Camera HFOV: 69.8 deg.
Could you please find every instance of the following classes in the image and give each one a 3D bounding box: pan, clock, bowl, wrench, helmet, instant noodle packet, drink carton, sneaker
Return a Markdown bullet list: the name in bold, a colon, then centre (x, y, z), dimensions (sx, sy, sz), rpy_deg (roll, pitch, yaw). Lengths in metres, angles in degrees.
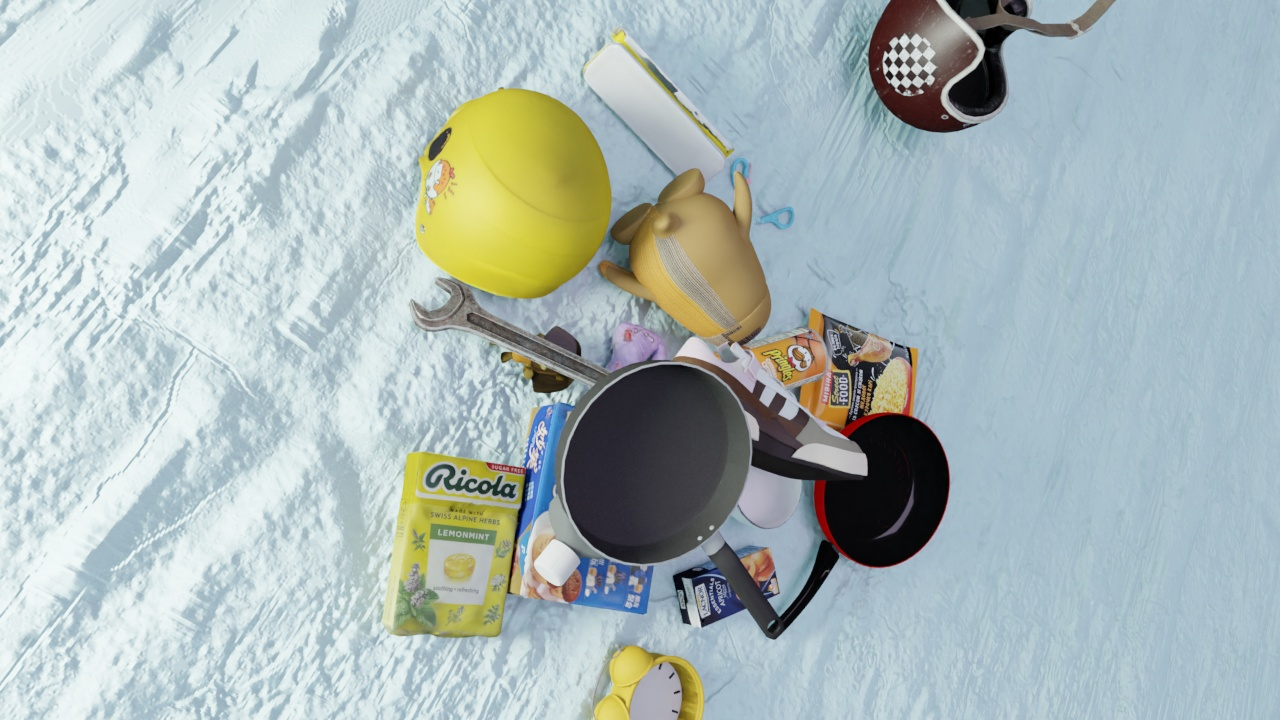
- **pan**: centre (0.275, 0.223, 1.218), dimensions (0.355, 0.067, 0.209), rpy_deg (-45, 110, -14)
- **clock**: centre (0.007, 0.383, 1.030), dimensions (0.152, 0.052, 0.113), rpy_deg (32, 68, -31)
- **bowl**: centre (0.139, 0.151, 1.138), dimensions (0.113, 0.063, 0.113), rpy_deg (5, 81, -33)
- **wrench**: centre (-0.111, -0.013, 0.964), dimensions (0.273, 0.010, 0.069), rpy_deg (25, 57, -5)
- **pan**: centre (0.051, 0.155, 0.927), dimensions (0.204, 0.044, 0.356), rpy_deg (-39, 115, -13)
- **helmet**: centre (0.459, -0.453, 1.311), dimensions (0.234, 0.254, 0.232), rpy_deg (44, 54, 7)
- **instant noodle packet**: centre (0.309, 0.033, 1.284), dimensions (0.220, 0.032, 0.159), rpy_deg (17, 74, -31)
- **drink carton**: centre (0.104, 0.272, 1.114), dimensions (0.129, 0.040, 0.064), rpy_deg (-12, 90, -34)
- **helmet**: centre (-0.115, -0.190, 0.968), dimensions (0.209, 0.140, 0.239), rpy_deg (15, 75, -31)
- **sneaker**: centre (0.147, 0.056, 1.051), dimensions (0.293, 0.112, 0.116), rpy_deg (21, 73, -26)

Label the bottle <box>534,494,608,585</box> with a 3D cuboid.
- **bottle**: centre (-0.042, 0.153, 0.942), dimensions (0.084, 0.046, 0.173), rpy_deg (50, 61, -17)

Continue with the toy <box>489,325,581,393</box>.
- **toy**: centre (-0.114, -0.006, 0.998), dimensions (0.100, 0.062, 0.076), rpy_deg (18, 96, -13)

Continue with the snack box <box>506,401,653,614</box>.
- **snack box**: centre (-0.057, 0.163, 1.003), dimensions (0.155, 0.069, 0.202), rpy_deg (17, 74, -31)

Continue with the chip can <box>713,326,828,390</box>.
- **chip can**: centre (0.133, 0.016, 1.144), dimensions (0.214, 0.075, 0.075), rpy_deg (-16, 93, -34)

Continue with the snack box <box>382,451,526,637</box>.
- **snack box**: centre (-0.187, 0.189, 0.928), dimensions (0.121, 0.045, 0.180), rpy_deg (14, 76, -31)

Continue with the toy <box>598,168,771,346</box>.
- **toy**: centre (0.076, -0.107, 1.089), dimensions (0.203, 0.199, 0.162), rpy_deg (51, 16, -22)

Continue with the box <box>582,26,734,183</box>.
- **box**: centre (0.027, -0.318, 1.142), dimensions (0.209, 0.080, 0.080), rpy_deg (42, 29, -22)

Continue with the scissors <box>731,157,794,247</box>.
- **scissors**: centre (0.159, -0.202, 1.230), dimensions (0.135, 0.015, 0.135), rpy_deg (0, 89, -32)

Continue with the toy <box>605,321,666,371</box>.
- **toy**: centre (-0.006, 0.006, 1.077), dimensions (0.080, 0.037, 0.099), rpy_deg (19, 72, -29)
